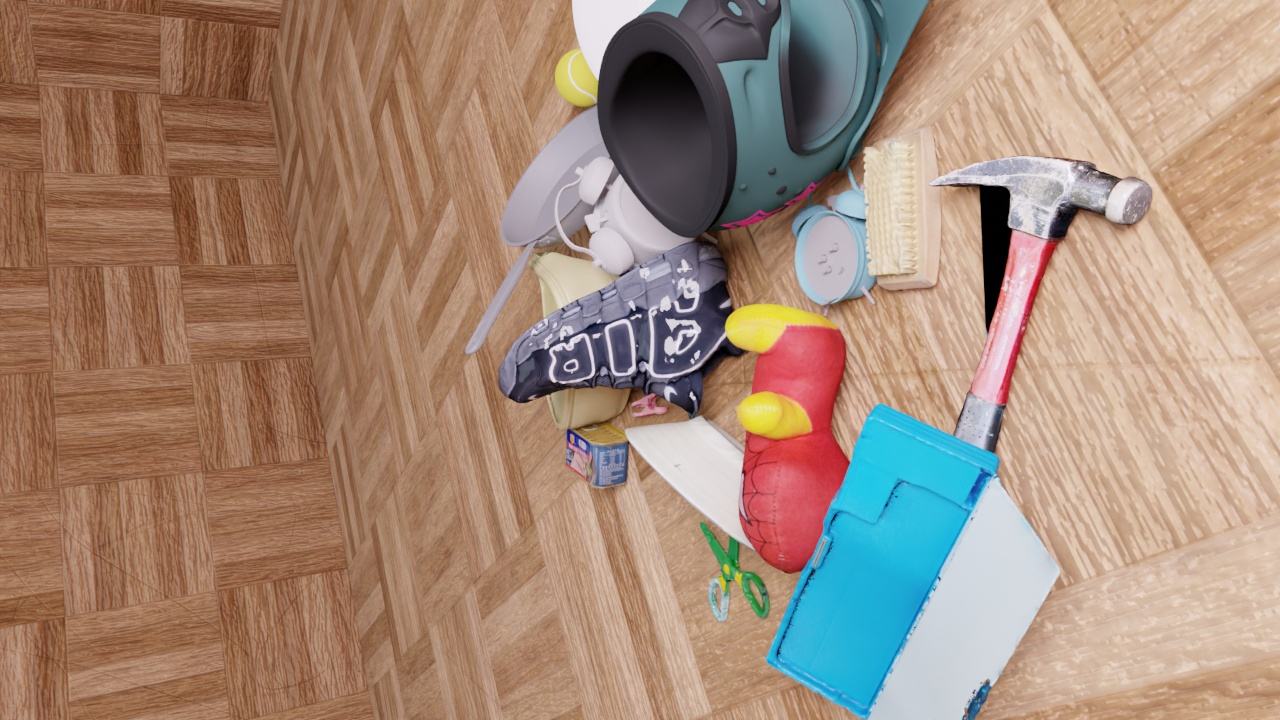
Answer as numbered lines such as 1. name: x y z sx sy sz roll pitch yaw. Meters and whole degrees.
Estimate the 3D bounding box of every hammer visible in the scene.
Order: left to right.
1. hammer: 0.232 0.021 0.634 0.140 0.036 0.327 36 124 51

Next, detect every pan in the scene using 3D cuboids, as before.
1. pan: -0.109 -0.144 1.021 0.201 0.050 0.355 -16 47 46

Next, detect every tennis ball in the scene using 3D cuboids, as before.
1. tennis ball: -0.067 -0.330 1.070 0.065 0.065 0.065 13 105 59

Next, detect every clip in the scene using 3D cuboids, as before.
1. clip: 0.010 0.046 1.032 0.060 0.023 0.044 12 100 57

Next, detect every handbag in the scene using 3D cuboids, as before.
1. handbag: -0.070 -0.020 1.074 0.190 0.088 0.233 -124 26 -47

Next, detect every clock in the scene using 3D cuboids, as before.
1. clock: -0.009 -0.142 0.909 0.061 0.159 0.120 142 119 -66
2. clock: 0.156 -0.102 0.739 0.088 0.042 0.123 -13 82 60

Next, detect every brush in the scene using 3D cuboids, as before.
1. brush: 0.191 -0.111 0.680 0.049 0.039 0.117 1 96 59

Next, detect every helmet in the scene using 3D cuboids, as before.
1. helmet: 0.091 -0.215 0.658 0.176 0.200 0.275 51 164 8

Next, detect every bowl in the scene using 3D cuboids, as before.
1. bowl: 0.071 0.099 0.837 0.058 0.176 0.176 -50 41 4

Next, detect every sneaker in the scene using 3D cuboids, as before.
1. sneaker: -0.005 0.005 0.889 0.150 0.252 0.097 61 -178 13

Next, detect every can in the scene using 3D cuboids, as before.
1. can: -0.054 0.111 1.120 0.100 0.053 0.059 27 119 56

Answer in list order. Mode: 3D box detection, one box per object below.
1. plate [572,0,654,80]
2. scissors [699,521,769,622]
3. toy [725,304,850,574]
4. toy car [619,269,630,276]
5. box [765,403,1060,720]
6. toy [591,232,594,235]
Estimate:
1. plate: 0.042 -0.317 0.781 0.230 0.030 0.229 4 101 20
2. scissors: 0.090 0.215 0.927 0.125 0.011 0.130 56 139 39
3. toy: 0.125 0.063 0.742 0.099 0.147 0.216 -7 85 31
4. toy car: -0.030 -0.093 1.066 0.092 0.036 0.042 -26 71 58
5. box: 0.190 0.171 0.642 0.171 0.070 0.244 44 131 41
6. toy: -0.028 -0.163 1.046 0.096 0.041 0.094 -21 68 62
